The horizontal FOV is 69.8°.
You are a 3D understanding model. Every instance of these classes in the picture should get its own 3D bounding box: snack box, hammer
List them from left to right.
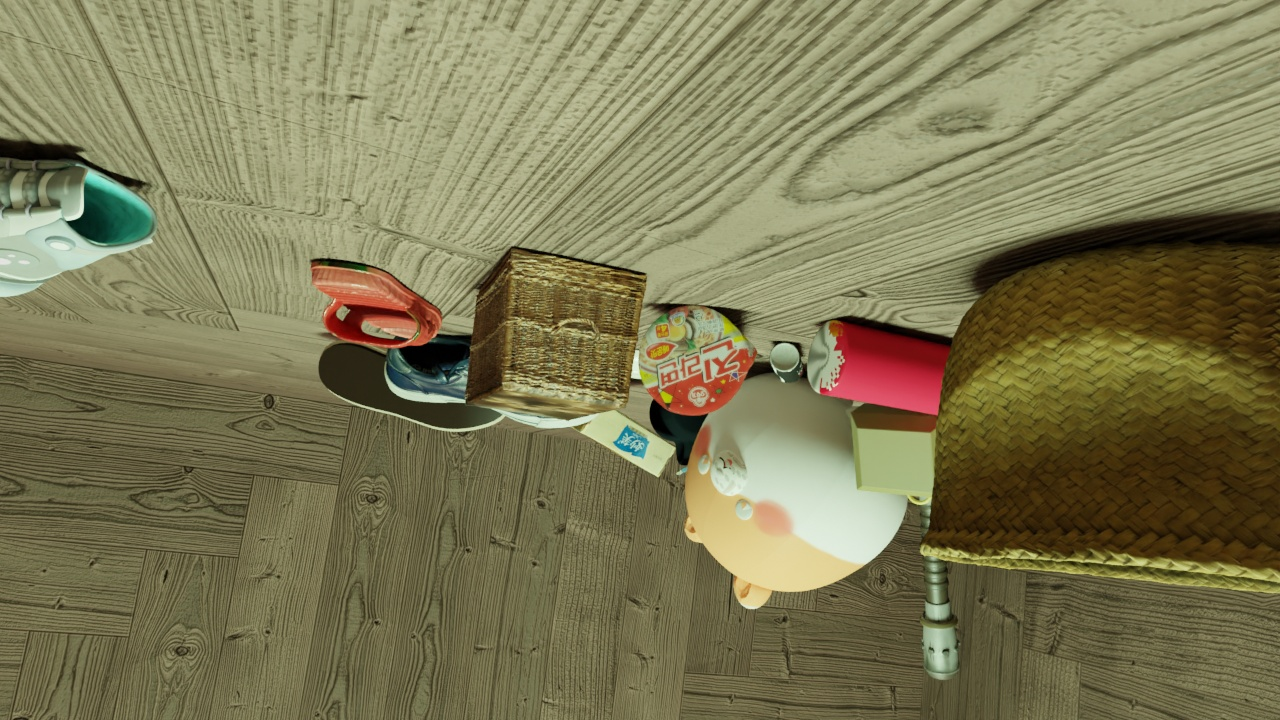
[{"bbox_3d":[-0.062,0.090,1.361,0.153,0.055,0.207,34,175,-31],"label":"snack box"},{"bbox_3d":[0.320,0.194,1.002,0.101,0.325,0.189,1,-166,36],"label":"hammer"}]

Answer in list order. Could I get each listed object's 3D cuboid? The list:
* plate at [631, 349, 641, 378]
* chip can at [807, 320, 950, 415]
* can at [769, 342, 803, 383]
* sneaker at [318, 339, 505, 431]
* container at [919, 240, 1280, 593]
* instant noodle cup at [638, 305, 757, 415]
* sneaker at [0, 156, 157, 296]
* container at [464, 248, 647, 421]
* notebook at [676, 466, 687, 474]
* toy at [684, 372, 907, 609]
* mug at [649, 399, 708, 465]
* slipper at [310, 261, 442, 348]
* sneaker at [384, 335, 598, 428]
[{"bbox_3d":[-0.007,0.007,1.163,0.104,0.026,0.104,7,171,1],"label":"plate"},{"bbox_3d":[0.266,0.016,0.850,0.220,0.069,0.069,11,171,-19],"label":"chip can"},{"bbox_3d":[0.157,0.003,0.983,0.031,0.031,0.080,5,171,14],"label":"can"},{"bbox_3d":[-0.310,0.029,1.337,0.294,0.112,0.116,7,-169,12],"label":"sneaker"},{"bbox_3d":[0.347,0.048,0.583,0.307,0.196,0.307,8,170,1],"label":"container"},{"bbox_3d":[0.058,0.002,0.883,0.100,0.100,0.112,5,180,13],"label":"instant noodle cup"},{"bbox_3d":[-0.452,-0.115,0.584,0.161,0.093,0.256,-5,166,20],"label":"sneaker"},{"bbox_3d":[-0.081,-0.015,0.801,0.113,0.112,0.199,10,170,-17],"label":"container"},{"bbox_3d":[0.174,0.122,1.401,0.253,0.009,0.181,-23,173,-3],"label":"notebook"},{"bbox_3d":[0.178,0.155,1.128,0.265,0.281,0.262,23,-161,-47],"label":"toy"},{"bbox_3d":[0.066,0.093,1.347,0.085,0.121,0.095,5,171,-15],"label":"mug"},{"bbox_3d":[-0.275,-0.044,0.951,0.103,0.059,0.249,6,170,4],"label":"slipper"},{"bbox_3d":[-0.185,0.014,1.186,0.294,0.120,0.127,11,149,-6],"label":"sneaker"}]
